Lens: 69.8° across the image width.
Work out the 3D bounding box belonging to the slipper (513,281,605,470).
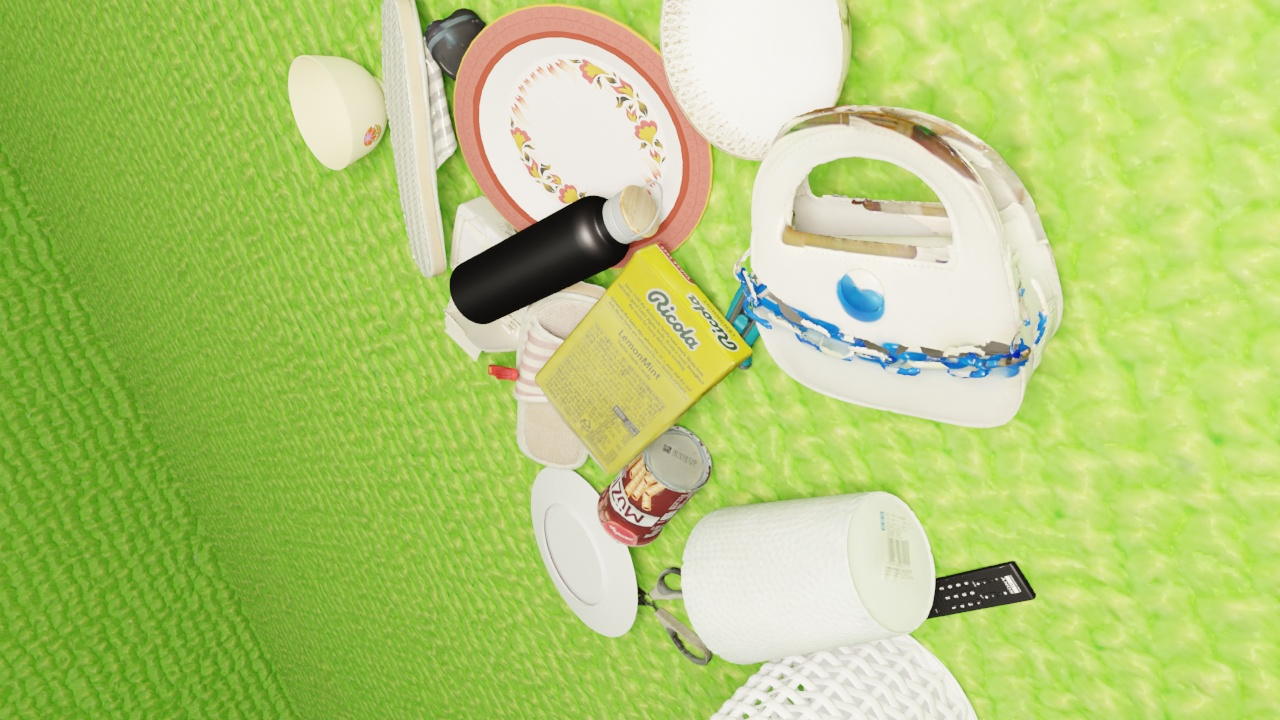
[{"bbox_3d":[-0.073,0.031,0.901,0.115,0.052,0.264,18,137,1],"label":"slipper"}]

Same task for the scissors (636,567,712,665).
[{"bbox_3d":[0.021,0.268,1.005,0.171,0.012,0.158,47,138,16],"label":"scissors"}]

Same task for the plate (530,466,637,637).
[{"bbox_3d":[-0.073,0.221,1.050,0.209,0.015,0.209,29,129,44],"label":"plate"}]

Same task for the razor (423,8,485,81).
[{"bbox_3d":[-0.129,-0.264,0.805,0.140,0.052,0.064,30,107,26],"label":"razor"}]

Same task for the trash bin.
[{"bbox_3d":[0.134,0.169,0.729,0.162,0.133,0.133,-24,95,47],"label":"trash bin"}]

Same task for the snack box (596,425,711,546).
[{"bbox_3d":[0.011,0.121,0.875,0.072,0.072,0.122,49,141,13],"label":"snack box"}]

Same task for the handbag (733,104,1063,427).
[{"bbox_3d":[0.146,-0.055,0.553,0.201,0.092,0.200,11,138,43],"label":"handbag"}]

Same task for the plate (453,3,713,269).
[{"bbox_3d":[-0.047,-0.176,0.747,0.230,0.021,0.230,16,134,17],"label":"plate"}]

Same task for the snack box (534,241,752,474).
[{"bbox_3d":[-0.005,0.004,0.779,0.121,0.045,0.181,50,126,9],"label":"snack box"}]

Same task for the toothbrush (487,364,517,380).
[{"bbox_3d":[-0.150,0.012,0.956,0.213,0.018,0.012,-177,88,-75],"label":"toothbrush"}]

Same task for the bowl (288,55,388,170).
[{"bbox_3d":[-0.309,-0.270,0.976,0.118,0.073,0.118,27,132,35],"label":"bowl"}]

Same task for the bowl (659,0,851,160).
[{"bbox_3d":[0.085,-0.207,0.588,0.145,0.063,0.145,26,131,35],"label":"bowl"}]

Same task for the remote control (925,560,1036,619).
[{"bbox_3d":[0.239,0.182,0.710,0.030,0.009,0.140,58,142,3],"label":"remote control"}]

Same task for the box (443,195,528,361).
[{"bbox_3d":[-0.169,-0.049,0.942,0.143,0.098,0.184,42,138,22],"label":"box"}]

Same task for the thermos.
[{"bbox_3d":[-0.068,-0.092,0.771,0.232,0.061,0.061,-20,98,40],"label":"thermos"}]

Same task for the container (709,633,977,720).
[{"bbox_3d":[0.154,0.337,0.760,0.189,0.186,0.190,27,132,35],"label":"container"}]

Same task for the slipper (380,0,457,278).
[{"bbox_3d":[-0.213,-0.215,0.899,0.114,0.054,0.273,-142,46,-61],"label":"slipper"}]

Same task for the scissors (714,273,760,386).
[{"bbox_3d":[0.084,-0.019,0.746,0.139,0.019,0.136,10,121,43],"label":"scissors"}]
